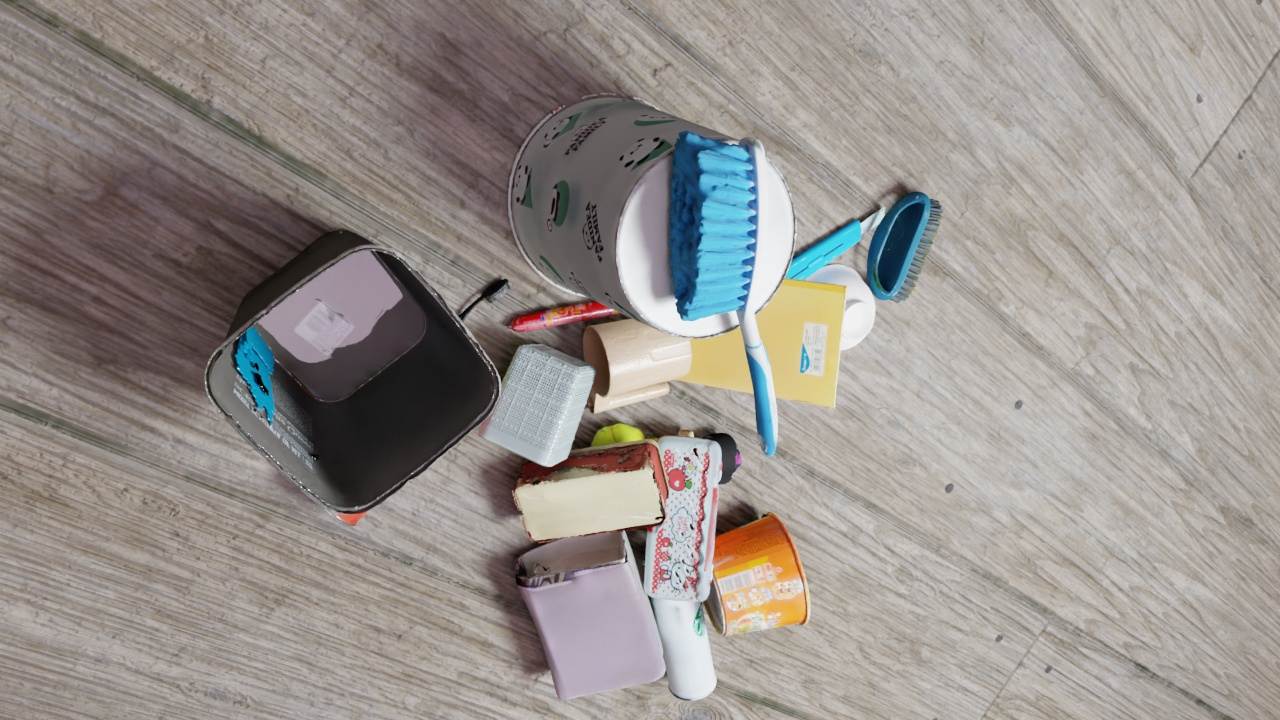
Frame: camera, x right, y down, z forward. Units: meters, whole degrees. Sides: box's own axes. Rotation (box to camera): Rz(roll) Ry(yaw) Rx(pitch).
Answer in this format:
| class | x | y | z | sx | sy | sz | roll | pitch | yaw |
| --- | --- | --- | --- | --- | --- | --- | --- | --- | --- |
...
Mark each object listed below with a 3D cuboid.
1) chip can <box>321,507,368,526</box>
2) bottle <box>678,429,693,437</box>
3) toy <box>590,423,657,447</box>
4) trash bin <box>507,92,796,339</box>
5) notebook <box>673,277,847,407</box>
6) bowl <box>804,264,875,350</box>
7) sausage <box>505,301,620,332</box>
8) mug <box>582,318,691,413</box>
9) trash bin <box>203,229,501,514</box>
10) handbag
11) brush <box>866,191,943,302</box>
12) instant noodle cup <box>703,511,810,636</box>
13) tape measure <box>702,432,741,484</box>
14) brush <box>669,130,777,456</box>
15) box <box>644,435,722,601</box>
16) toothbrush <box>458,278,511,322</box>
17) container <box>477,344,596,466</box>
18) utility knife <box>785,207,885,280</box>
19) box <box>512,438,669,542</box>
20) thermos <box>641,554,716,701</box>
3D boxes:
| class | x | y | z | sx | sy | sz | roll | pitch | yaw |
| --- | --- | --- | --- | --- | --- | --- | --- | --- | --- |
| chip can | -0.254 | 0.079 | 0.984 | 0.216 | 0.073 | 0.073 | -45 | 119 | -4 |
| bottle | 0.055 | 0.160 | 1.158 | 0.066 | 0.067 | 0.149 | -4 | 102 | -23 |
| toy | -0.020 | 0.113 | 1.122 | 0.096 | 0.031 | 0.100 | -32 | 122 | -10 |
| trash bin | 0.011 | -0.142 | 0.919 | 0.229 | 0.252 | 0.230 | -8 | 112 | -22 |
| notebook | 0.131 | -0.030 | 1.067 | 0.010 | 0.206 | 0.146 | -34 | 130 | -61 |
| bowl | 0.257 | -0.058 | 1.164 | 0.118 | 0.065 | 0.118 | -8 | 111 | -22 |
| sausage | -0.078 | -0.053 | 1.045 | 0.155 | 0.020 | 0.020 | -12 | 112 | -20 |
| mug | -0.006 | 0.006 | 1.070 | 0.103 | 0.084 | 0.125 | -12 | 137 | -21 |
| trash bin | -0.276 | -0.010 | 0.859 | 0.198 | 0.220 | 0.199 | -39 | 119 | -8 |
| handbag | -0.061 | 0.312 | 1.136 | 0.145 | 0.098 | 0.197 | -17 | 116 | -3 |
| brush | 0.328 | -0.146 | 1.168 | 0.073 | 0.055 | 0.144 | 12 | 103 | -27 |
| instant noodle cup | 0.139 | 0.284 | 1.193 | 0.111 | 0.151 | 0.151 | -14 | 113 | -11 |
| tape measure | 0.101 | 0.120 | 1.162 | 0.039 | 0.057 | 0.058 | -8 | 125 | -27 |
| brush | 0.082 | -0.045 | 0.812 | 0.109 | 0.060 | 0.315 | -11 | 115 | -25 |
| box | 0.052 | 0.191 | 1.108 | 0.087 | 0.047 | 0.201 | 5 | 94 | 11 |
| toothbrush | -0.216 | -0.026 | 0.998 | 0.189 | 0.014 | 0.016 | -40 | 142 | -5 |
| container | -0.109 | 0.045 | 1.013 | 0.090 | 0.090 | 0.111 | 23 | 97 | 9 |
| utility knife | 0.237 | -0.140 | 1.153 | 0.185 | 0.018 | 0.034 | -34 | 117 | -11 |
| box | -0.057 | 0.153 | 1.056 | 0.168 | 0.077 | 0.091 | -10 | 115 | 9 |
| thermos | 0.055 | 0.341 | 1.214 | 0.073 | 0.073 | 0.224 | -18 | 114 | -17 |
